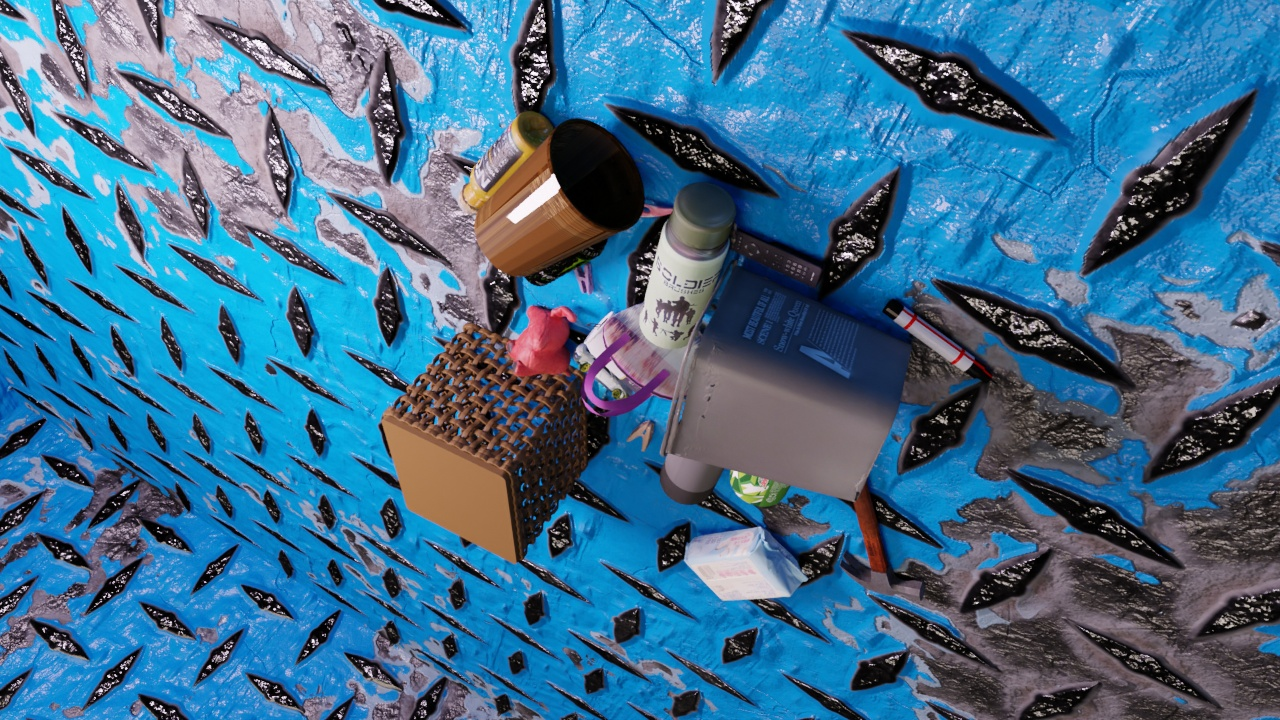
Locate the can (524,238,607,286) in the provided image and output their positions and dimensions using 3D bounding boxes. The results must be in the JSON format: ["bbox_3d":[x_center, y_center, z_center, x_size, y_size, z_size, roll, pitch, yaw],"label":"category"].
[{"bbox_3d":[-0.099,-0.137,1.161,0.054,0.053,0.138,49,141,-17],"label":"can"}]

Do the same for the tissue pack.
[{"bbox_3d":[0.165,0.320,1.449,0.182,0.069,0.112,-21,117,46],"label":"tissue pack"}]

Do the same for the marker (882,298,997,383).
[{"bbox_3d":[0.325,-0.017,0.989,0.145,0.019,0.019,36,144,-1],"label":"marker"}]

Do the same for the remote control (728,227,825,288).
[{"bbox_3d":[0.139,-0.122,1.022,0.136,0.015,0.032,27,143,15],"label":"remote control"}]

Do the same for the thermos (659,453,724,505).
[{"bbox_3d":[0.090,0.107,1.258,0.082,0.082,0.241,29,143,9],"label":"thermos"}]

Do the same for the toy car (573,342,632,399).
[{"bbox_3d":[-0.048,0.015,1.282,0.105,0.048,0.033,42,106,-14],"label":"toy car"}]

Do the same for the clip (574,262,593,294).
[{"bbox_3d":[-0.078,-0.112,1.209,0.041,0.014,0.052,28,141,10],"label":"clip"}]

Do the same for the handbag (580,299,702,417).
[{"bbox_3d":[-0.007,0.007,1.143,0.144,0.169,0.068,43,145,9],"label":"handbag"}]

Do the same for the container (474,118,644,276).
[{"bbox_3d":[-0.100,-0.173,1.039,0.168,0.131,0.132,-26,113,42],"label":"container"}]

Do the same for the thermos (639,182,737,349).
[{"bbox_3d":[0.055,-0.105,1.042,0.082,0.082,0.232,29,149,9],"label":"thermos"}]

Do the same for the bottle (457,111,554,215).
[{"bbox_3d":[-0.168,-0.232,1.110,0.053,0.053,0.187,45,143,-13],"label":"bottle"}]

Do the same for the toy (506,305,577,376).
[{"bbox_3d":[-0.121,-0.033,1.303,0.094,0.088,0.133,17,132,-32],"label":"toy"}]

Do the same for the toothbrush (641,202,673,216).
[{"bbox_3d":[0.014,-0.175,1.062,0.135,0.016,0.022,11,137,28],"label":"toothbrush"}]

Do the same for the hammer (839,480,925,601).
[{"bbox_3d":[0.311,0.221,1.258,0.111,0.028,0.301,5,134,33],"label":"hammer"}]

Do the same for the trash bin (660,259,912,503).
[{"bbox_3d":[0.165,0.033,1.027,0.220,0.196,0.198,20,130,10],"label":"trash bin"}]

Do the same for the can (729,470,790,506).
[{"bbox_3d":[0.173,0.124,1.212,0.083,0.082,0.144,27,143,11],"label":"can"}]

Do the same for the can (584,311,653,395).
[{"bbox_3d":[-0.019,-0.011,1.229,0.127,0.064,0.064,42,143,-9],"label":"can"}]

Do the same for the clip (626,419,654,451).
[{"bbox_3d":[0.000,0.108,1.382,0.039,0.024,0.060,22,132,12],"label":"clip"}]

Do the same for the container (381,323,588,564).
[{"bbox_3d":[-0.230,0.130,1.425,0.220,0.213,0.252,23,142,16],"label":"container"}]

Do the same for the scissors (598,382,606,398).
[{"bbox_3d":[-0.051,0.013,1.327,0.066,0.015,0.135,23,144,12],"label":"scissors"}]
